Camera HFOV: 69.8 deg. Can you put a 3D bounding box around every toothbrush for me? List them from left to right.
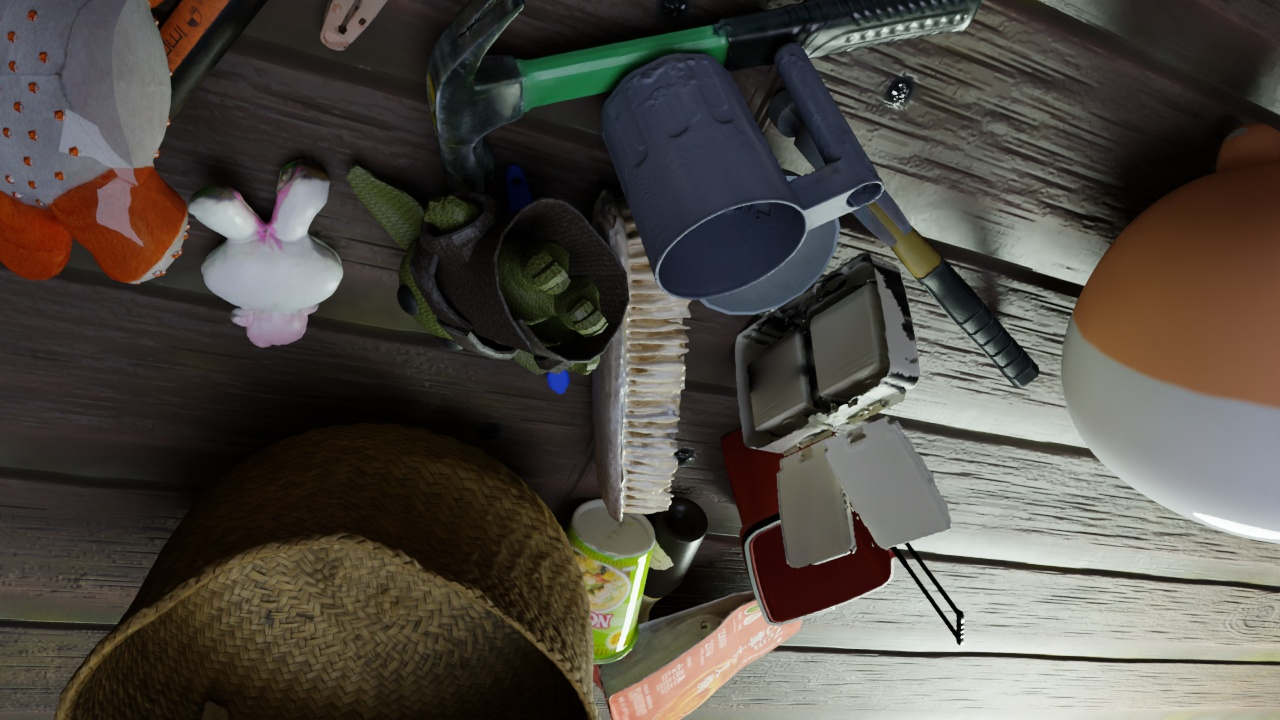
[{"bbox_3d":[-0.067,-0.048,0.607,0.016,0.018,0.183,-13,130,-7],"label":"toothbrush"}]

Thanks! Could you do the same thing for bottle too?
[{"bbox_3d":[0.014,0.194,0.824,0.045,0.045,0.185,0,137,-18],"label":"bottle"}]

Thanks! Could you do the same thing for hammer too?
[{"bbox_3d":[-0.166,-0.208,0.406,0.315,0.034,0.138,-37,106,23],"label":"hammer"},{"bbox_3d":[0.042,-0.173,0.506,0.318,0.032,0.130,-14,154,-12],"label":"hammer"},{"bbox_3d":[0.204,-0.058,0.633,0.025,0.117,0.332,-41,135,17],"label":"hammer"}]

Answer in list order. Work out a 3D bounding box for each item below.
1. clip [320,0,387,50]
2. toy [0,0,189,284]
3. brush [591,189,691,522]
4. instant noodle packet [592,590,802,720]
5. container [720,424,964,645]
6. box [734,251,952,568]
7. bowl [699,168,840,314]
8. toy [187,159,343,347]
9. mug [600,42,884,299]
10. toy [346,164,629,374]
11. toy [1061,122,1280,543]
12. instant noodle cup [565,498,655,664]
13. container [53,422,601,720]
[{"bbox_3d":[-0.139,-0.177,0.452,0.024,0.041,0.061,21,115,-30],"label":"clip"},{"bbox_3d":[-0.280,-0.116,0.408,0.173,0.092,0.164,4,101,16],"label":"toy"},{"bbox_3d":[-0.004,0.004,0.625,0.056,0.083,0.272,-8,131,-11],"label":"brush"},{"bbox_3d":[0.063,0.277,0.875,0.220,0.084,0.165,-21,144,-10],"label":"instant noodle packet"},{"bbox_3d":[0.144,0.149,0.720,0.127,0.200,0.148,-20,133,-1],"label":"container"},{"bbox_3d":[0.129,0.038,0.611,0.050,0.183,0.144,13,151,-30],"label":"box"},{"bbox_3d":[0.073,-0.084,0.603,0.106,0.039,0.106,-9,132,-11],"label":"bowl"},{"bbox_3d":[-0.215,-0.058,0.534,0.079,0.038,0.123,-10,133,-27],"label":"toy"},{"bbox_3d":[0.049,-0.106,0.486,0.124,0.104,0.084,-24,155,8],"label":"mug"},{"bbox_3d":[-0.080,-0.042,0.523,0.179,0.153,0.078,49,60,-34],"label":"toy"},{"bbox_3d":[0.449,-0.014,0.644,0.265,0.262,0.281,-7,114,-16],"label":"toy"},{"bbox_3d":[-0.036,0.179,0.767,0.098,0.099,0.108,5,121,-22],"label":"instant noodle cup"},{"bbox_3d":[-0.190,0.197,0.621,0.307,0.196,0.307,-3,114,-6],"label":"container"}]
